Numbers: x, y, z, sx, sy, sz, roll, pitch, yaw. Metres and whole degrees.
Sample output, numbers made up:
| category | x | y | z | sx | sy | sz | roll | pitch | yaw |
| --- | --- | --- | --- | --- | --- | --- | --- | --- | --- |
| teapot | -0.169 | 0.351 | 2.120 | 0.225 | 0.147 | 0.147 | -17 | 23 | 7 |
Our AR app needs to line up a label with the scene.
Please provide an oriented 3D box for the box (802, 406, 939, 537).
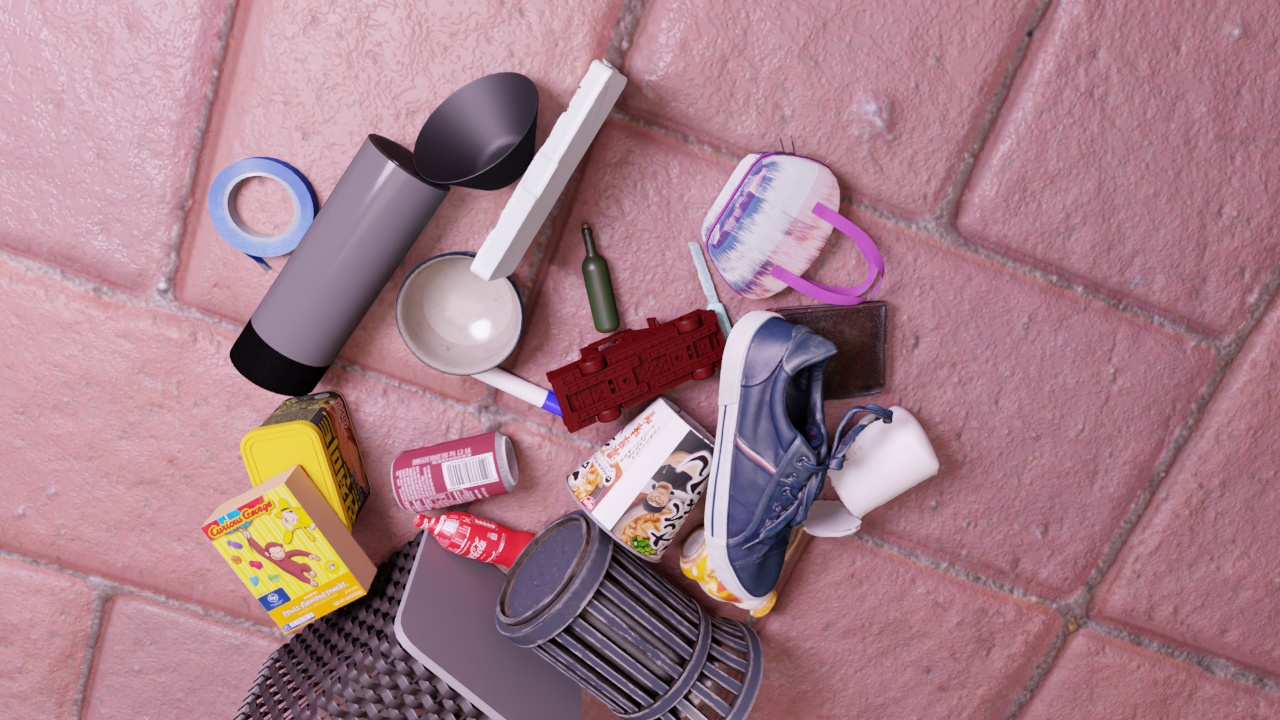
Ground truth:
| category | x | y | z | sx | sy | sz | roll | pitch | yaw |
| --- | --- | --- | --- | --- | --- | --- | --- | --- | --- |
| box | 0.217 | 0.120 | 0.915 | 0.161 | 0.081 | 0.092 | -32 | 119 | 11 |

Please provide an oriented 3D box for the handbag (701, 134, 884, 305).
| category | x | y | z | sx | sy | sz | roll | pitch | yaw |
| --- | --- | --- | --- | --- | --- | --- | --- | --- | --- |
| handbag | 0.151 | -0.109 | 0.847 | 0.170 | 0.068 | 0.145 | 28 | 107 | -17 |

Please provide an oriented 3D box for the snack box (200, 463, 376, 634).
| category | x | y | z | sx | sy | sz | roll | pitch | yaw |
| --- | --- | --- | --- | --- | --- | --- | --- | --- | --- |
| snack box | -0.315 | 0.171 | 0.829 | 0.088 | 0.040 | 0.126 | -27 | 107 | 8 |

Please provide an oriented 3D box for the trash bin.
| category | x | y | z | sx | sy | sz | roll | pitch | yaw |
| --- | --- | --- | --- | --- | --- | --- | --- | --- | --- |
| trash bin | -0.016 | 0.266 | 0.901 | 0.164 | 0.164 | 0.227 | -42 | 110 | 12 |

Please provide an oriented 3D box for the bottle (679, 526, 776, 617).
| category | x | y | z | sx | sy | sz | roll | pitch | yaw |
| --- | --- | --- | --- | --- | --- | --- | --- | --- | --- |
| bottle | 0.093 | 0.222 | 0.954 | 0.109 | 0.063 | 0.063 | 43 | 103 | -14 |

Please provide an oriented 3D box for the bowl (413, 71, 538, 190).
| category | x | y | z | sx | sy | sz | roll | pitch | yaw |
| --- | --- | --- | --- | --- | --- | --- | --- | --- | --- |
| bowl | -0.131 | -0.186 | 0.800 | 0.124 | 0.124 | 0.052 | -30 | 140 | 8 |

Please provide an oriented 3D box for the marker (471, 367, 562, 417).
| category | x | y | z | sx | sy | sz | roll | pitch | yaw |
| --- | --- | --- | --- | --- | --- | --- | --- | --- | --- |
| marker | -0.133 | 0.019 | 0.902 | 0.141 | 0.020 | 0.020 | 25 | 106 | -10 |

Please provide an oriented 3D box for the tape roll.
| category | x | y | z | sx | sy | sz | roll | pitch | yaw |
| --- | --- | --- | --- | --- | --- | --- | --- | --- | --- |
| tape roll | -0.345 | -0.141 | 0.841 | 0.093 | 0.016 | 0.091 | -41 | 105 | 12 |

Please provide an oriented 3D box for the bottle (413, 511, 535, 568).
| category | x | y | z | sx | sy | sz | roll | pitch | yaw |
| --- | --- | --- | --- | --- | --- | --- | --- | --- | --- |
| bottle | -0.162 | 0.180 | 0.927 | 0.141 | 0.042 | 0.042 | 24 | 107 | -29 |

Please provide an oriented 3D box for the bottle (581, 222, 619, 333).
| category | x | y | z | sx | sy | sz | roll | pitch | yaw |
| --- | --- | --- | --- | --- | --- | --- | --- | --- | --- |
| bottle | -0.041 | -0.078 | 0.867 | 0.025 | 0.025 | 0.106 | -11 | 109 | 2 |

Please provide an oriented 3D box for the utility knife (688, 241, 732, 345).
| category | x | y | z | sx | sy | sz | roll | pitch | yaw |
| --- | --- | --- | --- | --- | --- | --- | --- | --- | --- |
| utility knife | 0.076 | -0.038 | 0.891 | 0.022 | 0.015 | 0.168 | -23 | 106 | -8 |

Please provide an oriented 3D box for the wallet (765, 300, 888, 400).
| category | x | y | z | sx | sy | sz | roll | pitch | yaw |
| --- | --- | --- | --- | --- | --- | --- | --- | --- | --- |
| wallet | 0.181 | -0.008 | 0.897 | 0.120 | 0.031 | 0.099 | -6 | 112 | -2 |

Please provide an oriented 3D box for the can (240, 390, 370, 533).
| category | x | y | z | sx | sy | sz | roll | pitch | yaw |
| --- | --- | --- | --- | --- | --- | --- | --- | --- | --- |
| can | -0.316 | 0.105 | 0.883 | 0.072 | 0.101 | 0.131 | -10 | 109 | 2 |

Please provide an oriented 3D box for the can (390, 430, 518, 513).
| category | x | y | z | sx | sy | sz | roll | pitch | yaw |
| --- | --- | --- | --- | --- | --- | --- | --- | --- | --- |
| can | -0.183 | 0.110 | 0.908 | 0.114 | 0.063 | 0.063 | -13 | 109 | 3 |

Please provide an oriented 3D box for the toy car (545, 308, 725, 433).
| category | x | y | z | sx | sy | sz | roll | pitch | yaw |
| --- | --- | --- | --- | --- | --- | --- | --- | --- | --- |
| toy car | -0.005 | 0.006 | 0.873 | 0.169 | 0.062 | 0.070 | -23 | 109 | -15 |

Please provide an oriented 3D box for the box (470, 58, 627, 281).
| category | x | y | z | sx | sy | sz | roll | pitch | yaw |
| --- | --- | --- | --- | --- | --- | --- | --- | --- | --- |
| box | -0.074 | -0.162 | 0.778 | 0.043 | 0.135 | 0.197 | 32 | 105 | -9 |

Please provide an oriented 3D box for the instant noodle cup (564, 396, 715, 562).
| category | x | y | z | sx | sy | sz | roll | pitch | yaw |
| --- | --- | --- | --- | --- | --- | --- | --- | --- | --- |
| instant noodle cup | 0.013 | 0.108 | 0.891 | 0.123 | 0.123 | 0.122 | 39 | 94 | -13 |

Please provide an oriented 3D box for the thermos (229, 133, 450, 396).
| category | x | y | z | sx | sy | sz | roll | pitch | yaw |
| --- | --- | --- | --- | --- | --- | --- | --- | --- | --- |
| thermos | -0.273 | -0.081 | 0.830 | 0.082 | 0.082 | 0.241 | 35 | 105 | -12 |

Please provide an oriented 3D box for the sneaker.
| category | x | y | z | sx | sy | sz | roll | pitch | yaw |
| --- | --- | --- | --- | --- | --- | --- | --- | --- | --- |
| sneaker | 0.142 | 0.105 | 0.848 | 0.127 | 0.120 | 0.295 | 21 | 119 | 38 |

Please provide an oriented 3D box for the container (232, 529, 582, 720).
| category | x | y | z | sx | sy | sz | roll | pitch | yaw |
| --- | --- | --- | --- | --- | --- | --- | --- | --- | --- |
| container | -0.220 | 0.347 | 0.897 | 0.244 | 0.245 | 0.247 | -43 | 105 | 9 |

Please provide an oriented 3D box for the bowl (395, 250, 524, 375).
| category | x | y | z | sx | sy | sz | roll | pitch | yaw |
| --- | --- | --- | --- | --- | --- | --- | --- | --- | --- |
| bowl | -0.164 | -0.050 | 0.855 | 0.115 | 0.059 | 0.116 | 0 | 109 | -1 |
